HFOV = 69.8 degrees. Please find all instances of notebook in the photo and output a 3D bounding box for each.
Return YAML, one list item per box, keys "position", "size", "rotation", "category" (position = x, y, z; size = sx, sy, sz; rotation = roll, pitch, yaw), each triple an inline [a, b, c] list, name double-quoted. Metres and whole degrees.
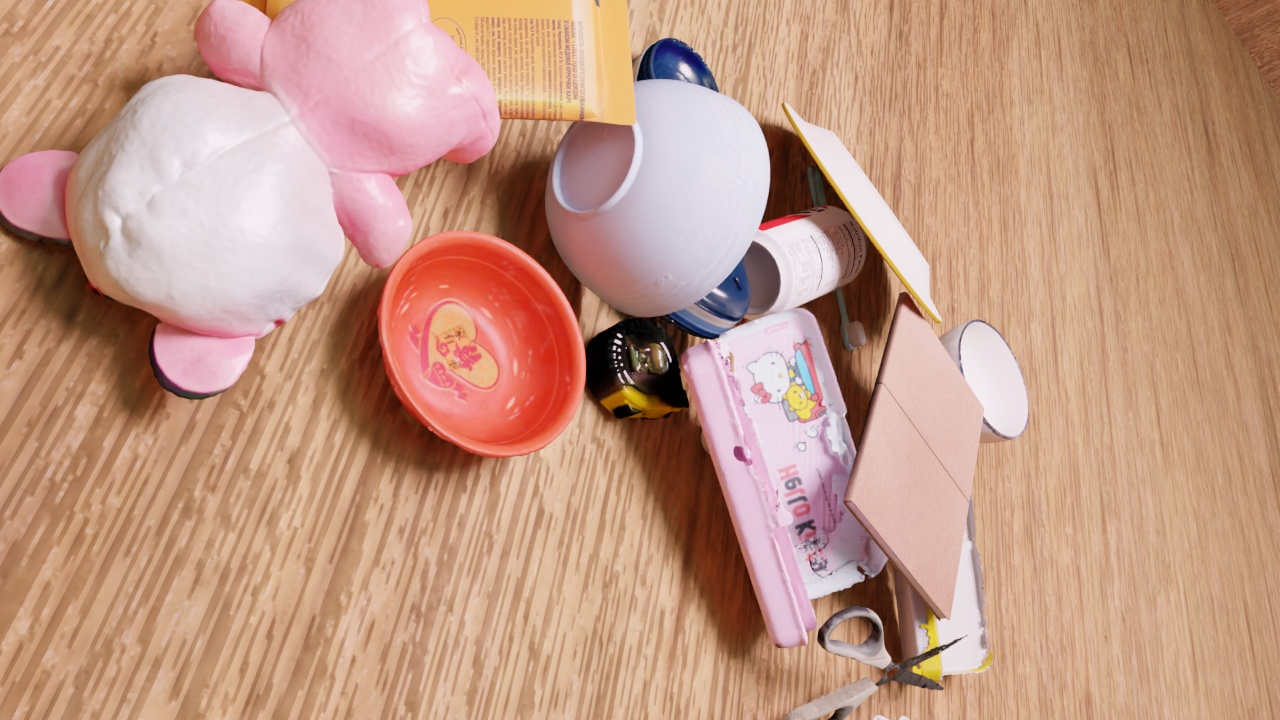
- position: [0.213, 0.067, 0.692]
  size: [0.141, 0.008, 0.208]
  rotation: [49, 46, -25]
  category: "notebook"

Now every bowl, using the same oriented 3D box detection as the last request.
- position: [0.301, 0.025, 0.852]
  size: [0.116, 0.066, 0.116]
  rotation: [18, 61, -37]
  category: "bowl"
- position: [-0.005, -0.108, 0.557]
  size: [0.074, 0.151, 0.150]
  rotation: [20, 59, -49]
  category: "bowl"
- position: [-0.095, -0.004, 0.513]
  size: [0.130, 0.045, 0.130]
  rotation: [19, 61, -37]
  category: "bowl"

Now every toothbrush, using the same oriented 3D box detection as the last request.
- position: [0.173, -0.096, 0.823]
  size: [0.016, 0.017, 0.180]
  rotation: [4, 69, -41]
  category: "toothbrush"

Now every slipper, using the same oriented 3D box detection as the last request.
- position: [0.036, -0.140, 0.656]
  size: [0.105, 0.095, 0.252]
  rotation: [21, 53, -38]
  category: "slipper"

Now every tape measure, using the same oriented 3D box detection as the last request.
- position: [-0.004, 0.004, 0.599]
  size: [0.062, 0.038, 0.067]
  rotation: [2, 72, -42]
  category: "tape measure"

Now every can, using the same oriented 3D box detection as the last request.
- position: [0.122, -0.080, 0.728]
  size: [0.131, 0.070, 0.070]
  rotation: [-23, 89, -46]
  category: "can"

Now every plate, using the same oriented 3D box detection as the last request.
- position: [0.196, -0.131, 0.781]
  size: [0.230, 0.021, 0.229]
  rotation: [46, 20, -23]
  category: "plate"

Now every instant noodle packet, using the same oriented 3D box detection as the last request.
- position: [-0.117, -0.204, 0.524]
  size: [0.220, 0.032, 0.159]
  rotation: [-1, 70, -8]
  category: "instant noodle packet"

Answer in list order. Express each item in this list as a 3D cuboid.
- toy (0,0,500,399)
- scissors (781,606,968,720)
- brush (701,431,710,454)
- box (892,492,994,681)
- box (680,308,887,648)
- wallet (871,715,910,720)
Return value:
- position: [-0.171, -0.096, 0.428]
  size: [0.212, 0.084, 0.142]
  rotation: [-44, 101, -18]
  category: "toy"
- position: [0.154, 0.211, 0.616]
  size: [0.169, 0.012, 0.157]
  rotation: [-36, 129, -9]
  category: "scissors"
- position: [0.127, 0.079, 0.708]
  size: [0.217, 0.012, 0.033]
  rotation: [17, 62, -36]
  category: "brush"
- position: [0.237, 0.141, 0.721]
  size: [0.080, 0.084, 0.210]
  rotation: [-4, 77, 2]
  category: "box"
- position: [0.103, 0.072, 0.604]
  size: [0.101, 0.103, 0.201]
  rotation: [-94, 166, -83]
  category: "box"
- position: [0.196, 0.312, 0.661]
  size: [0.116, 0.032, 0.086]
  rotation: [43, 59, -24]
  category: "wallet"
